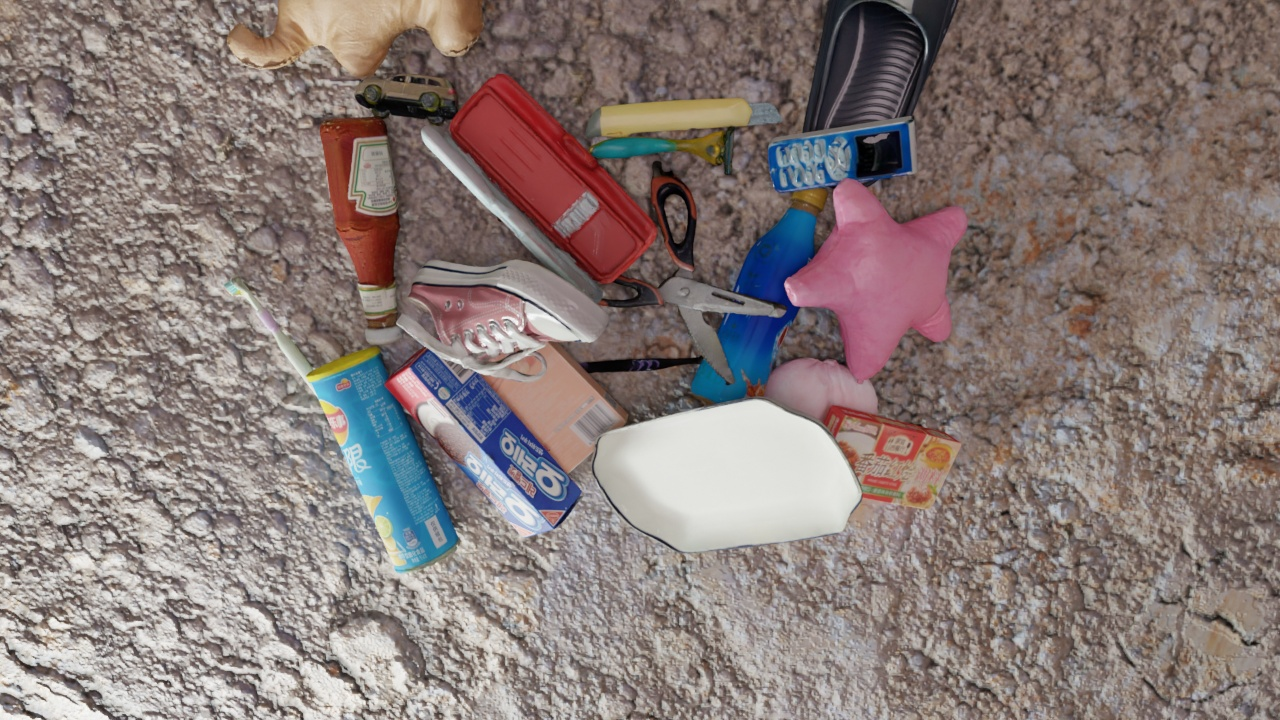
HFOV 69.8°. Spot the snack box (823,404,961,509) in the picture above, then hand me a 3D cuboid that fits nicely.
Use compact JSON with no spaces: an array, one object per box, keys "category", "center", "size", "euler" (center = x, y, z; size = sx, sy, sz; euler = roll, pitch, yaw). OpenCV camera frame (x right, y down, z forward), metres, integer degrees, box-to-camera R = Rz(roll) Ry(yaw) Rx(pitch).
[{"category":"snack box","center":[0.228,0.093,0.862],"size":[0.152,0.025,0.075],"euler":[14,105,-29]}]

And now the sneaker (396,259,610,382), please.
[{"category":"sneaker","center":[-0.126,-0.031,0.779],"size":[0.118,0.241,0.087],"euler":[40,69,-43]}]

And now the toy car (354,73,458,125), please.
[{"category":"toy car","center":[-0.208,-0.235,0.820],"size":[0.090,0.042,0.035],"euler":[3,81,-5]}]

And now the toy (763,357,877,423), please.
[{"category":"toy","center":[0.162,0.075,0.875],"size":[0.121,0.054,0.159],"euler":[7,102,-8]}]

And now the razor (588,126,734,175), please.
[{"category":"razor","center":[0.019,-0.191,0.829],"size":[0.132,0.028,0.043],"euler":[-2,125,-5]}]

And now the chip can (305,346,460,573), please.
[{"category":"chip can","center":[-0.244,0.096,0.881],"size":[0.071,0.071,0.210],"euler":[-19,102,5]}]

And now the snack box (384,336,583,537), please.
[{"category":"snack box","center":[-0.145,0.075,0.866],"size":[0.058,0.057,0.207],"euler":[-26,108,46]}]

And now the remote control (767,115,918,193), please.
[{"category":"remote control","center":[0.175,-0.178,0.796],"size":[0.125,0.024,0.049],"euler":[-5,122,16]}]

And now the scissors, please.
[{"category":"scissors","center":[0.023,-0.073,0.830],"size":[0.189,0.015,0.225],"euler":[-20,77,15]}]

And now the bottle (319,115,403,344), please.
[{"category":"bottle","center":[-0.249,-0.117,0.841],"size":[0.060,0.059,0.206],"euler":[-3,107,2]}]

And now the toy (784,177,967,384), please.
[{"category":"toy","center":[0.208,-0.065,0.819],"size":[0.194,0.075,0.178],"euler":[5,100,-28]}]

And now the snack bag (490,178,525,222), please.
[{"category":"snack bag","center":[-0.128,-0.183,0.838],"size":[0.045,0.026,0.105],"euler":[-19,103,4]}]

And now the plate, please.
[{"category":"plate","center":[0.074,0.101,0.835],"size":[0.266,0.034,0.162],"euler":[-18,116,39]}]

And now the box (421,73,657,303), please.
[{"category":"box","center":[-0.081,-0.147,0.779],"size":[0.201,0.100,0.095],"euler":[44,99,-8]}]

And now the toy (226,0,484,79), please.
[{"category":"toy","center":[-0.243,-0.316,0.783],"size":[0.226,0.082,0.143],"euler":[-11,89,6]}]

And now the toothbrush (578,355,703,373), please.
[{"category":"toothbrush","center":[-0.005,0.005,0.884],"size":[0.189,0.016,0.014],"euler":[-3,104,3]}]

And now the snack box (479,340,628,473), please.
[{"category":"snack box","center":[-0.095,0.027,0.881],"size":[0.085,0.026,0.157],"euler":[-41,98,16]}]

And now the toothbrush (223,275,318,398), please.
[{"category":"toothbrush","center":[-0.336,-0.001,0.888],"size":[0.020,0.029,0.189],"euler":[-42,103,-32]}]

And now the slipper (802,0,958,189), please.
[{"category":"slipper","center":[0.212,-0.275,0.782],"size":[0.110,0.083,0.268],"euler":[13,105,-2]}]

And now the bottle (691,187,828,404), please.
[{"category":"bottle","center":[0.115,-0.057,0.836],"size":[0.065,0.065,0.218],"euler":[23,92,-4]}]

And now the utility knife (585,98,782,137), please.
[{"category":"utility knife","center":[0.039,-0.220,0.830],"size":[0.179,0.019,0.031],"euler":[-1,107,8]}]
